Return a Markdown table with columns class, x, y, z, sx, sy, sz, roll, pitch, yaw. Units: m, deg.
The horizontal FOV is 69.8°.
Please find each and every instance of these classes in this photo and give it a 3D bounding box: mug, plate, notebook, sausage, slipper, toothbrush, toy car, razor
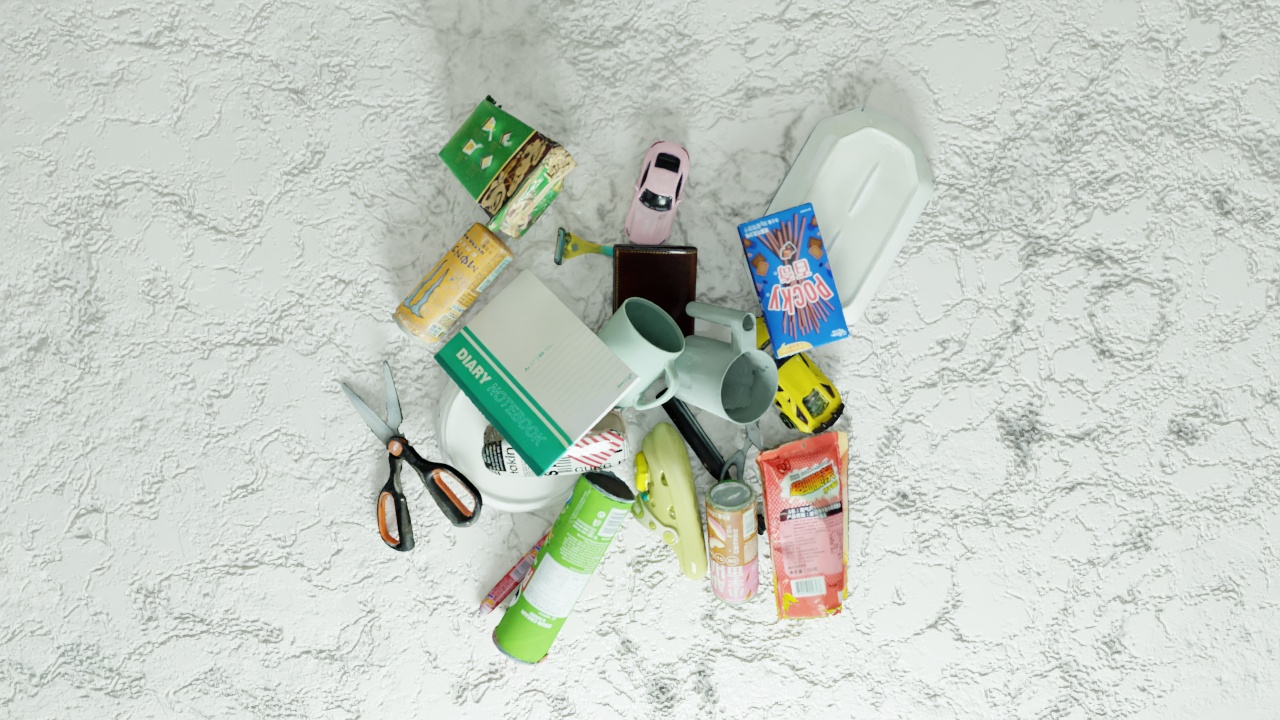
| class | x | y | z | sx | sy | sz | roll | pitch | yaw |
| --- | --- | --- | --- | --- | --- | --- | --- | --- | --- |
| mug | 0.087 | -0.001 | 1.015 | 0.083 | 0.103 | 0.124 | -13 | 108 | -33 |
| plate | 0.230 | -0.158 | 1.049 | 0.162 | 0.034 | 0.266 | 30 | 95 | -6 |
| mug | -0.006 | 0.006 | 1.018 | 0.111 | 0.082 | 0.107 | 53 | 121 | 20 |
| notebook | -0.117 | 0.008 | 1.000 | 0.150 | 0.012 | 0.209 | -45 | 60 | -3 |
| sausage | -0.143 | 0.251 | 1.096 | 0.020 | 0.020 | 0.156 | 44 | 94 | -7 |
| slipper | 0.028 | 0.169 | 1.059 | 0.081 | 0.091 | 0.190 | -14 | 101 | 2 |
| toothbrush | 0.088 | 0.121 | 1.086 | 0.027 | 0.026 | 0.212 | -41 | 101 | -30 |
| toy car | 0.019 | -0.187 | 1.038 | 0.056 | 0.037 | 0.122 | 16 | 97 | -3 |
| toy car | 0.169 | 0.017 | 1.061 | 0.071 | 0.041 | 0.156 | -40 | 96 | -8 |
| plate | -0.137 | 0.081 | 1.062 | 0.205 | 0.045 | 0.205 | 0 | 97 | -3 |
| razor | -0.031 | -0.122 | 1.047 | 0.132 | 0.028 | 0.043 | 9 | 108 | -4 |

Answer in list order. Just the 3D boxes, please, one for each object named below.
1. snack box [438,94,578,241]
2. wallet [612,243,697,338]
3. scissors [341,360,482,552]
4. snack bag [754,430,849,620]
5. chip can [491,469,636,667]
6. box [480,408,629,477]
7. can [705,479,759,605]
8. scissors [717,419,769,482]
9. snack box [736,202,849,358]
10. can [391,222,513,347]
| class | x | y | z | sx | sy | sz | roll | pitch | yaw |
| --- | --- | --- | --- | --- | --- | --- | --- | --- | --- |
| snack box | -0.150 | -0.211 | 0.999 | 0.105 | 0.118 | 0.117 | 41 | 93 | 6 |
| wallet | 0.016 | -0.072 | 1.047 | 0.096 | 0.020 | 0.122 | 2 | 113 | 2 |
| scissors | -0.275 | 0.123 | 1.056 | 0.221 | 0.021 | 0.224 | 29 | 110 | 13 |
| snack bag | 0.196 | 0.193 | 1.074 | 0.128 | 0.073 | 0.208 | -8 | 96 | -27 |
| chip can | -0.088 | 0.237 | 1.054 | 0.072 | 0.072 | 0.236 | 28 | 103 | -5 |
| box | -0.094 | 0.089 | 1.024 | 0.163 | 0.079 | 0.074 | -8 | 132 | 0 |
| can | 0.106 | 0.210 | 1.056 | 0.058 | 0.057 | 0.147 | -7 | 120 | -1 |
| scissors | 0.132 | 0.090 | 1.080 | 0.172 | 0.014 | 0.159 | 44 | 77 | -13 |
| snack box | 0.170 | -0.088 | 1.022 | 0.084 | 0.026 | 0.157 | -17 | 95 | 1 |
| can | -0.210 | -0.085 | 1.031 | 0.058 | 0.058 | 0.146 | 43 | 94 | -7 |
